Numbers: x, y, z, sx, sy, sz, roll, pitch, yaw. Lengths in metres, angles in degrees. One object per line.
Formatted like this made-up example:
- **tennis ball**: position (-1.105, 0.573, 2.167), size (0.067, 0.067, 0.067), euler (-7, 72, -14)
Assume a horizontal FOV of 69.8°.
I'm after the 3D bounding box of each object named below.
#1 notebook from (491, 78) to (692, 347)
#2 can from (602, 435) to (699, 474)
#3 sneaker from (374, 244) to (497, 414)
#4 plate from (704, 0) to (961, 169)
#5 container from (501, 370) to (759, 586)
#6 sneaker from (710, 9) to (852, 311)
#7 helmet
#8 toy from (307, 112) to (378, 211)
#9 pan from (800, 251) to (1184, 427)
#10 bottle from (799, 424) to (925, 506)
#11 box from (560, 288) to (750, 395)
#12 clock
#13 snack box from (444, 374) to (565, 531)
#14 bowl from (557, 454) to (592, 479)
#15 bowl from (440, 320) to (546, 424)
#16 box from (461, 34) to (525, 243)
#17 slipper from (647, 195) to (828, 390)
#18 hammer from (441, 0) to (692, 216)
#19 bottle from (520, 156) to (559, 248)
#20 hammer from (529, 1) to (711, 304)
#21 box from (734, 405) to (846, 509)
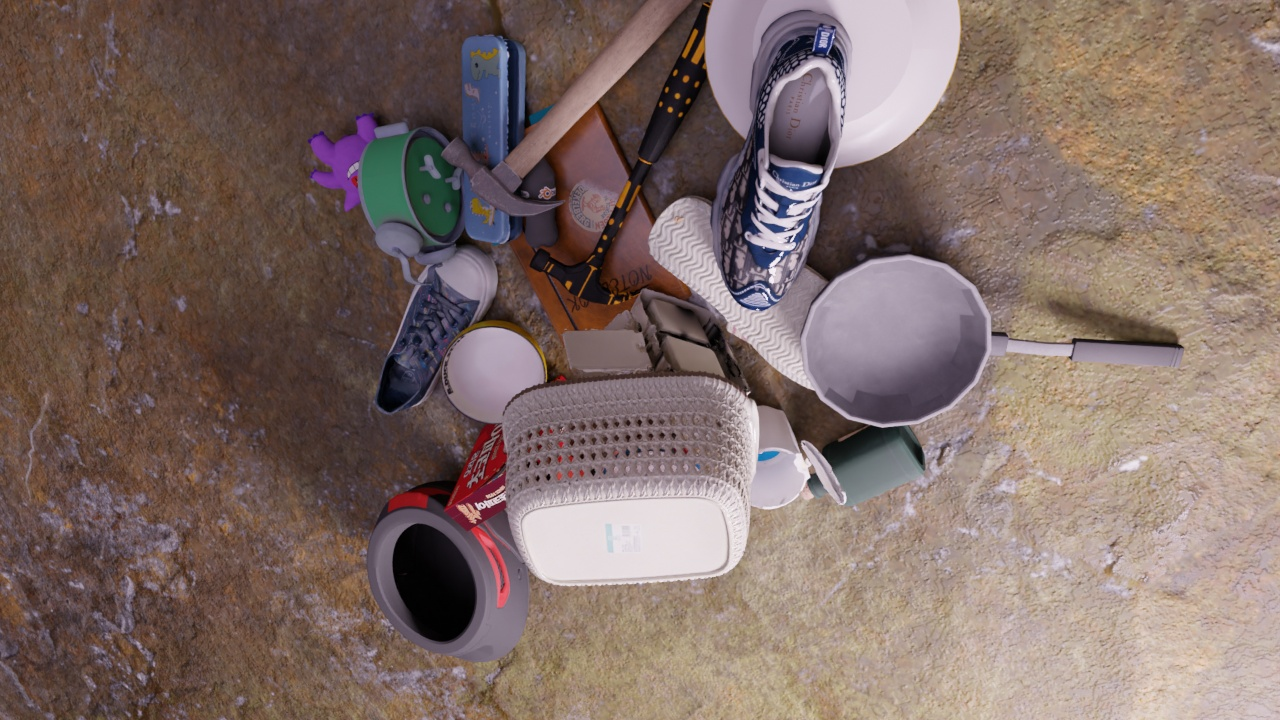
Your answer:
- **notebook**: position (-0.077, -0.147, 0.988), size (0.179, 0.014, 0.249), euler (-22, 103, 23)
- **can**: position (0.015, 0.153, 1.046), size (0.130, 0.044, 0.130), euler (0, 110, 1)
- **sneaker**: position (-0.247, -0.032, 1.052), size (0.087, 0.079, 0.236), euler (36, 117, 1)
- **plate**: position (0.172, -0.286, 0.830), size (0.230, 0.021, 0.230), euler (3, 114, 6)
- **container**: position (-0.009, 0.113, 0.850), size (0.246, 0.142, 0.185), euler (-5, 131, 7)
- **sneaker**: position (0.125, -0.161, 0.802), size (0.103, 0.132, 0.270), euler (11, 113, -1)
- **helmet**: position (-0.220, 0.249, 1.105), size (0.164, 0.169, 0.265), euler (-8, 106, 12)
- **toy**: position (-0.310, -0.215, 1.011), size (0.106, 0.056, 0.088), euler (-27, 101, -11)
- **pan**: position (0.332, -0.017, 0.883), size (0.357, 0.041, 0.179), euler (4, 115, 4)
- **bottle**: position (0.228, 0.113, 0.972), size (0.131, 0.061, 0.061), euler (-30, 102, 25)
- **box**: position (0.007, 0.000, 0.923), size (0.185, 0.145, 0.095), euler (0, 127, -13)
- **clock**: position (-0.232, -0.160, 0.962), size (0.075, 0.121, 0.161), euler (-5, 85, 20)
- **snack box**: position (-0.140, 0.102, 1.029), size (0.133, 0.151, 0.036), euler (-33, 112, 25)
- **bowl**: position (-0.103, 0.152, 1.105), size (0.122, 0.035, 0.122), euler (6, 113, 15)
- **bowl**: position (-0.164, 0.006, 1.040), size (0.117, 0.067, 0.117), euler (-1, 110, -3)
- **box**: position (-0.159, -0.226, 0.947), size (0.066, 0.049, 0.210), euler (9, 106, 19)
- **slipper**: position (0.122, -0.068, 0.936), size (0.263, 0.052, 0.115), euler (38, 114, -9)
- **hammer**: position (-0.043, -0.273, 0.891), size (0.119, 0.030, 0.332), euler (44, 102, -9)
- **bottle**: position (-0.106, -0.173, 0.956), size (0.036, 0.036, 0.110), euler (4, 112, 16)
- **hammer**: position (0.008, -0.199, 0.914), size (0.123, 0.036, 0.321), euler (24, 112, -13)
- **box**: position (0.146, 0.104, 0.944), size (0.112, 0.162, 0.084), euler (-19, 113, 10)
